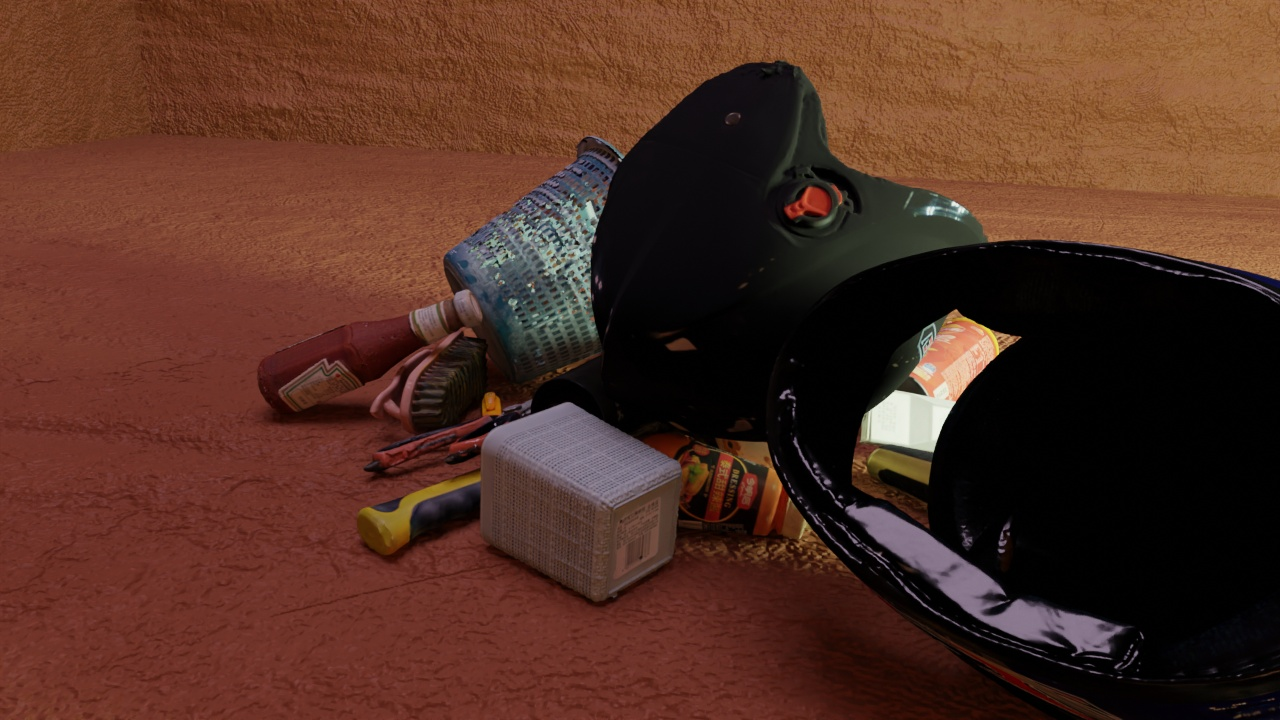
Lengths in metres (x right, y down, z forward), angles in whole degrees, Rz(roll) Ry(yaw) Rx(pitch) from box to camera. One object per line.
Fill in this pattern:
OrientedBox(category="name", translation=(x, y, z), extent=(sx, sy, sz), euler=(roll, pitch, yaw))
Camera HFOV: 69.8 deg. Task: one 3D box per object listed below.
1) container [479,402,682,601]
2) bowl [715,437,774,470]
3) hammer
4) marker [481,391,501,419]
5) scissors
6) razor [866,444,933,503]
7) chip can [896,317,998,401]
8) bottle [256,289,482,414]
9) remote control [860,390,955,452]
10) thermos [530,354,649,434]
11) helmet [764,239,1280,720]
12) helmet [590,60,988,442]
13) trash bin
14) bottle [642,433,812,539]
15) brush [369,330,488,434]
OrientedBox(category="container", translation=(-0.038, 0.094, 0.618), extent=(0.111, 0.090, 0.090), euler=(21, 27, 37))
OrientedBox(category="bowl", translation=(0.114, 0.069, 0.743), extent=(0.113, 0.062, 0.113), euler=(1, 20, 0))
OrientedBox(category="hammer", translation=(-0.076, 0.081, 0.736), extent=(0.126, 0.032, 0.322), euler=(19, 26, 40))
OrientedBox(category="marker", translation=(-0.132, 0.058, 0.820), extent=(0.018, 0.015, 0.123), euler=(-7, 23, -8))
OrientedBox(category="scissors", translation=(-0.122, 0.053, 0.765), extent=(0.189, 0.015, 0.226), euler=(-14, 8, 10))
OrientedBox(category="razor", translation=(0.243, 0.101, 0.696), extent=(0.067, 0.062, 0.168), euler=(-43, 33, -20))
OrientedBox(category="chip can", translation=(0.288, 0.016, 0.902), extent=(0.073, 0.073, 0.216), euler=(15, 23, 31))
OrientedBox(category="bottle", translation=(-0.244, -0.012, 0.836), extent=(0.206, 0.060, 0.059), euler=(-22, 20, 3))
OrientedBox(category="remote control", translation=(0.243, 0.054, 0.780), extent=(0.124, 0.049, 0.024), euler=(9, -13, -19))
OrientedBox(category="thermos", translation=(-0.005, 0.005, 0.787), extent=(0.069, 0.090, 0.241), euler=(-35, -2, 33))
OrientedBox(category="helmet", translation=(0.250, 0.068, 0.497), extent=(0.316, 0.247, 0.240), euler=(18, -4, 38))
OrientedBox(category="helmet", translation=(0.093, -0.052, 0.657), extent=(0.275, 0.229, 0.233), euler=(13, -16, 21))
OrientedBox(category="trash bin", translation=(-0.083, -0.084, 0.939), extent=(0.195, 0.227, 0.226), euler=(-31, 29, -13))
OrientedBox(category="bottle", translation=(0.068, 0.098, 0.668), extent=(0.149, 0.067, 0.066), euler=(13, 21, 9))
OrientedBox(category="brush", translation=(-0.191, 0.023, 0.844), extent=(0.073, 0.063, 0.145), euler=(5, 21, 9))
